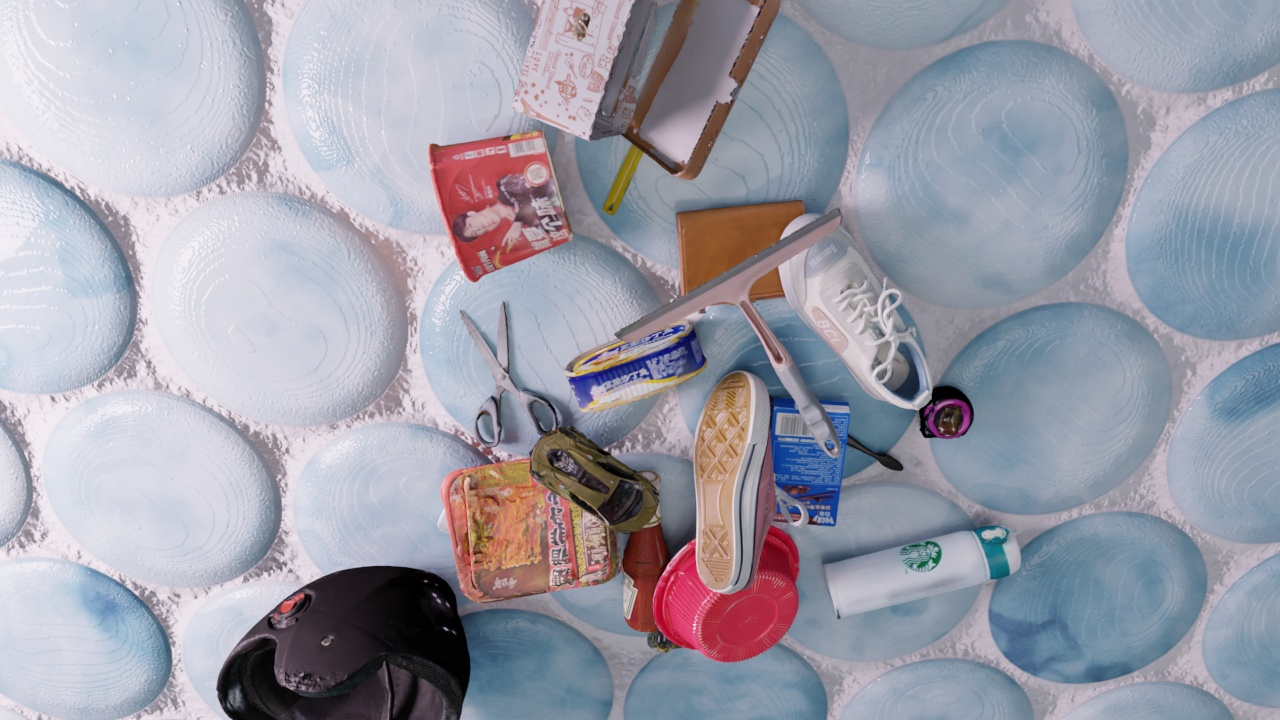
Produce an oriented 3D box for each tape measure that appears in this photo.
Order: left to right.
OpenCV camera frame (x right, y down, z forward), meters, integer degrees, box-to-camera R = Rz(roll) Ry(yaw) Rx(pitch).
[{"bbox_3d":[0.341,0.060,1.022,0.057,0.039,0.058,-1,114,1],"label":"tape measure"}]

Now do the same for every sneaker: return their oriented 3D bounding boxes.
[{"bbox_3d":[0.117,0.134,1.010,0.087,0.118,0.241,8,84,-39],"label":"sneaker"},{"bbox_3d":[0.224,-0.041,0.936,0.089,0.090,0.242,-38,113,0],"label":"sneaker"}]

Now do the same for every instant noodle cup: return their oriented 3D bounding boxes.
[{"bbox_3d":[-0.130,-0.153,0.878,0.108,0.137,0.138,-15,114,0],"label":"instant noodle cup"},{"bbox_3d":[-0.122,0.181,1.039,0.188,0.079,0.164,-8,104,-7],"label":"instant noodle cup"},{"bbox_3d":[0.115,0.285,1.081,0.193,0.066,0.194,-10,120,-18],"label":"instant noodle cup"}]

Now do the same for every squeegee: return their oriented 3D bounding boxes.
[{"bbox_3d":[0.143,0.002,0.937,0.248,0.040,0.249,-28,113,16],"label":"squeegee"}]

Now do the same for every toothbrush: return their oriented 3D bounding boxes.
[{"bbox_3d":[0.007,-0.228,0.902,0.015,0.016,0.190,23,112,-10],"label":"toothbrush"},{"bbox_3d":[0.220,0.082,1.049,0.189,0.016,0.014,27,107,-9],"label":"toothbrush"}]

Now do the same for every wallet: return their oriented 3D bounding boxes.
[{"bbox_3d":[0.105,-0.101,0.949,0.130,0.035,0.119,-6,119,-5],"label":"wallet"}]

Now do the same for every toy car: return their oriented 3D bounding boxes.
[{"bbox_3d":[-0.047,0.130,0.983,0.158,0.042,0.070,34,91,-16],"label":"toy car"},{"bbox_3d":[0.052,0.336,1.148,0.091,0.036,0.043,-1,117,-9],"label":"toy car"}]

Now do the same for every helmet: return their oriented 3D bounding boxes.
[{"bbox_3d":[-0.328,0.352,1.052,0.275,0.229,0.234,-1,121,9],"label":"helmet"}]

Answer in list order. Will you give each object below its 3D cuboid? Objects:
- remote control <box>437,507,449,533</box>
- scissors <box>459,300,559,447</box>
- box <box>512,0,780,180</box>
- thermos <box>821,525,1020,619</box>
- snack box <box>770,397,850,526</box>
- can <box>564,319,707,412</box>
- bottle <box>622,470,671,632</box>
[{"bbox_3d":[-0.172,0.203,1.096,0.136,0.020,0.056,25,111,-11],"label":"remote control"},{"bbox_3d":[-0.152,0.024,1.020,0.159,0.014,0.175,29,110,-12],"label":"scissors"},{"bbox_3d":[0.015,-0.269,0.810,0.181,0.153,0.183,26,113,10],"label":"box"},{"bbox_3d":[0.334,0.247,1.092,0.224,0.073,0.073,-16,113,7],"label":"thermos"},{"bbox_3d":[0.188,0.117,1.047,0.084,0.026,0.157,3,118,5],"label":"snack box"},{"bbox_3d":[-0.006,0.006,0.978,0.148,0.074,0.049,-20,110,9],"label":"can"},{"bbox_3d":[0.008,0.226,1.088,0.060,0.059,0.206,0,114,0],"label":"bottle"}]
